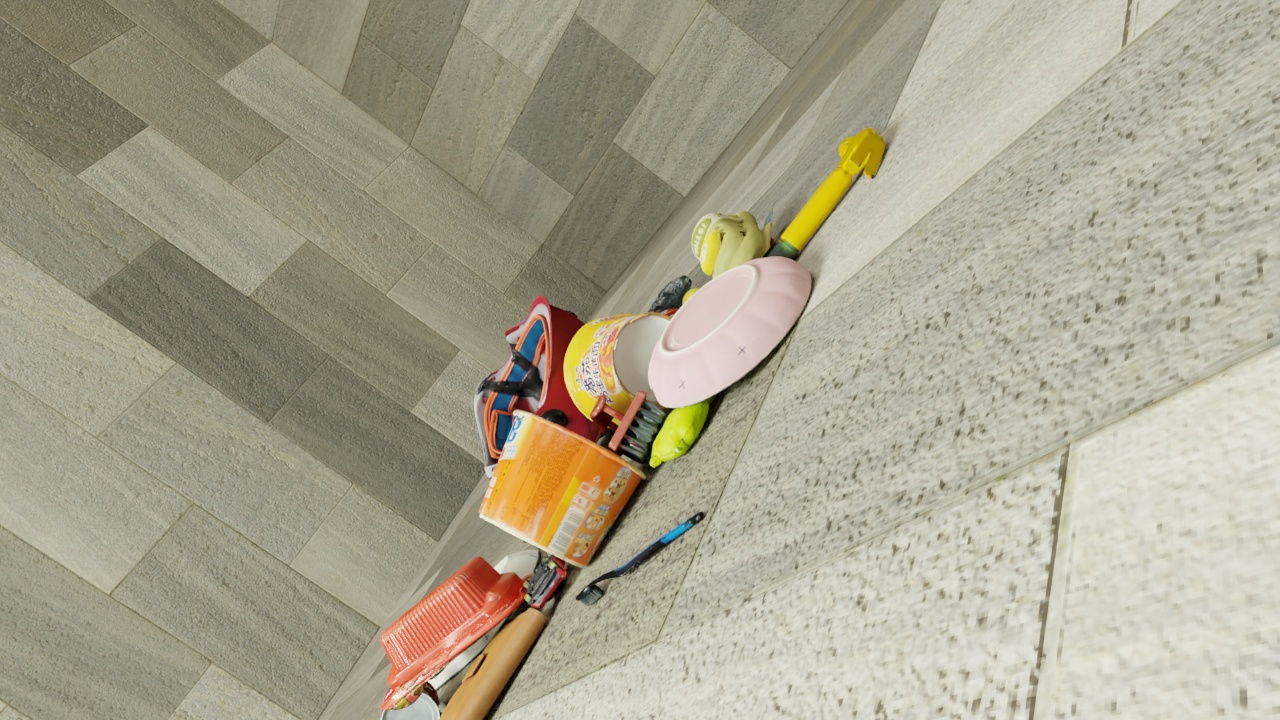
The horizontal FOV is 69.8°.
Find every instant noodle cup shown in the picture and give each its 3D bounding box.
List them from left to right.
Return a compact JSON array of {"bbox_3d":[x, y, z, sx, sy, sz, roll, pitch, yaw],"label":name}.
[{"bbox_3d":[-0.207,0.286,1.012,0.189,0.079,0.164,-37,-2,-1],"label":"instant noodle cup"},{"bbox_3d":[-0.085,0.132,0.921,0.111,0.151,0.151,-64,9,-12],"label":"instant noodle cup"},{"bbox_3d":[-0.006,0.006,1.062,0.137,0.138,0.110,-56,16,-22],"label":"instant noodle cup"}]

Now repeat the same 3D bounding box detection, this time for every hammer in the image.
[{"bbox_3d":[0.159,-0.123,0.987,0.301,0.033,0.128,-52,6,7],"label":"hammer"}]

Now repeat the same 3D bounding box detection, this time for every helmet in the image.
[{"bbox_3d":[-0.110,0.045,1.188,0.240,0.143,0.206,-61,30,24],"label":"helmet"}]

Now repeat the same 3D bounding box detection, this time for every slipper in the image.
[{"bbox_3d":[0.099,-0.133,1.111,0.190,0.081,0.092,-76,3,-66],"label":"slipper"}]

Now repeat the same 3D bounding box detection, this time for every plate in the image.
[{"bbox_3d":[-0.217,0.336,1.209,0.267,0.034,0.161,-47,10,42],"label":"plate"},{"bbox_3d":[0.076,-0.037,0.886,0.193,0.039,0.192,-38,20,16],"label":"plate"}]

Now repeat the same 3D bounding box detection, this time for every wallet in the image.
[{"bbox_3d":[-0.151,0.314,0.916,0.130,0.035,0.119,-55,10,-32],"label":"wallet"}]

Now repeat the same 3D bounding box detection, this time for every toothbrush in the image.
[{"bbox_3d":[-0.003,0.164,0.747,0.190,0.016,0.014,-43,3,42],"label":"toothbrush"}]

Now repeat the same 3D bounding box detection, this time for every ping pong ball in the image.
[{"bbox_3d":[0.078,-0.080,1.265,0.040,0.040,0.040,-52,7,9],"label":"ping pong ball"}]

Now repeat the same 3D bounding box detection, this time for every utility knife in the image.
[{"bbox_3d":[0.149,-0.136,1.110,0.031,0.020,0.189,-49,20,35],"label":"utility knife"}]

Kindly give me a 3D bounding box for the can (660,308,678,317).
[{"bbox_3d":[0.049,-0.038,1.202,0.053,0.053,0.132,-53,7,2],"label":"can"}]

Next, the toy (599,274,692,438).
[{"bbox_3d":[-0.038,0.027,1.320,0.356,0.091,0.138,-57,19,-6],"label":"toy"}]

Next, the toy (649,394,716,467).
[{"bbox_3d":[0.043,0.056,0.878,0.097,0.031,0.100,-52,4,23],"label":"toy"}]

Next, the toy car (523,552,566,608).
[{"bbox_3d":[-0.096,0.229,0.951,0.049,0.031,0.106,-55,4,-6],"label":"toy car"}]

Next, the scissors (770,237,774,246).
[{"bbox_3d":[0.132,-0.108,1.166,0.131,0.017,0.133,-40,19,51],"label":"scissors"}]

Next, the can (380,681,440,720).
[{"bbox_3d":[-0.266,0.405,1.061,0.066,0.066,0.094,-55,7,-14],"label":"can"}]

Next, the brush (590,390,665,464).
[{"bbox_3d":[-0.015,0.068,0.940,0.063,0.069,0.146,-61,-6,-10],"label":"brush"}]
